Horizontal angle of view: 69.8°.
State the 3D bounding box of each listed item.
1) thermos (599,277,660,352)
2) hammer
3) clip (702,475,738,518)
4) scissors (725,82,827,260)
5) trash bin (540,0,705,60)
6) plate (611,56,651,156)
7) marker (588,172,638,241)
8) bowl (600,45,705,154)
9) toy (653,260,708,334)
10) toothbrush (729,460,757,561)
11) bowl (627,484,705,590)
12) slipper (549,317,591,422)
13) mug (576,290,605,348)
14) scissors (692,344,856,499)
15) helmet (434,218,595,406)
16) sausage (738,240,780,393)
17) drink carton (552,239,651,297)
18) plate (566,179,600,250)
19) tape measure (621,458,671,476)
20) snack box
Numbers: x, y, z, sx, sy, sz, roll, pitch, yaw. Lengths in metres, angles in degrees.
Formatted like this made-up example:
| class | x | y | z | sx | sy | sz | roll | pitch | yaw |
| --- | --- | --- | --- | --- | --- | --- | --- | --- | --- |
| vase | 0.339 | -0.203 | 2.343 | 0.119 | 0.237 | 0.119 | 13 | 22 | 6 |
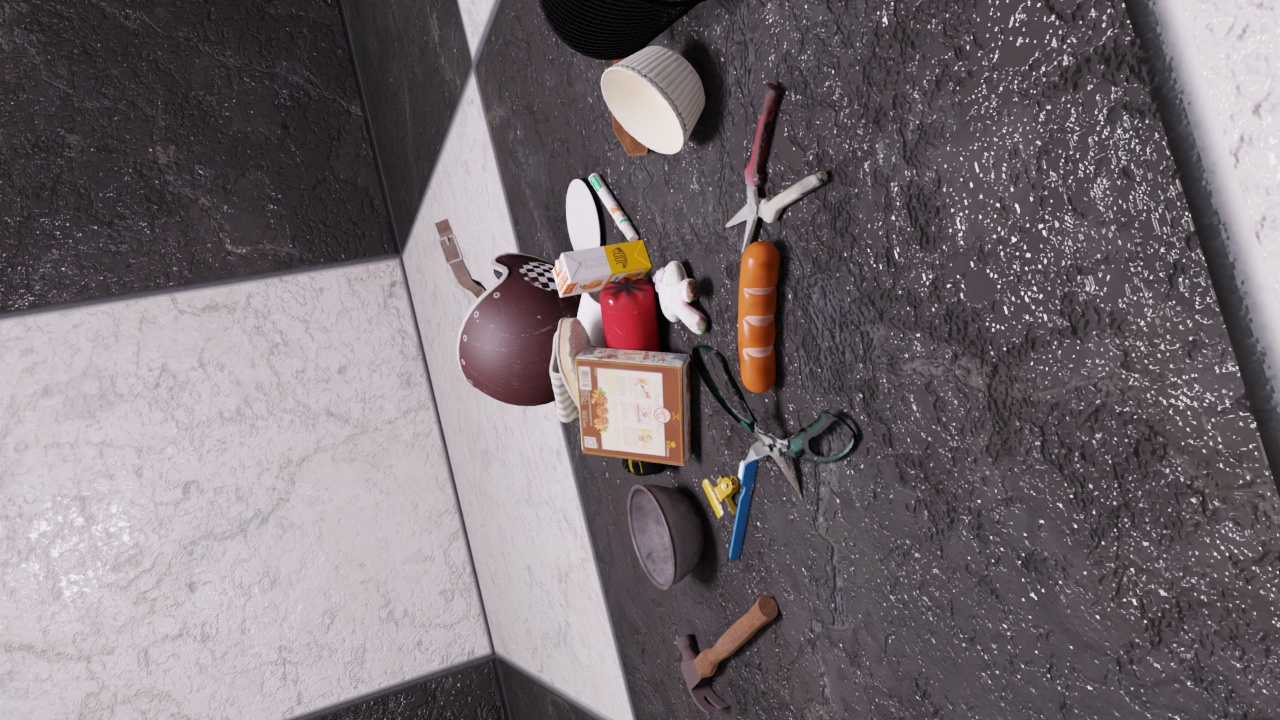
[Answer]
| class | x | y | z | sx | sy | sz | roll | pitch | yaw |
| --- | --- | --- | --- | --- | --- | --- | --- | --- | --- |
| thermos | -0.007 | 0.007 | 1.245 | 0.073 | 0.073 | 0.240 | -135 | 33 | -53 |
| hammer | 0.113 | 0.378 | 1.207 | 0.324 | 0.033 | 0.115 | 113 | 141 | -54 |
| clip | 0.105 | 0.162 | 1.129 | 0.046 | 0.048 | 0.054 | 35 | -154 | -56 |
| scissors | 0.127 | -0.173 | 0.902 | 0.179 | 0.015 | 0.199 | -139 | 41 | -56 |
| trash bin | -0.012 | -0.406 | 0.918 | 0.210 | 0.184 | 0.184 | 177 | 81 | -73 |
| plate | -0.001 | -0.314 | 1.122 | 0.131 | 0.025 | 0.131 | 167 | 90 | -68 |
| marker | -0.038 | -0.213 | 1.275 | 0.017 | 0.017 | 0.145 | 101 | 148 | -45 |
| bowl | 0.020 | -0.288 | 0.993 | 0.115 | 0.062 | 0.115 | 38 | 164 | 12 |
| toy | 0.044 | -0.081 | 1.122 | 0.122 | 0.038 | 0.079 | -136 | 33 | -58 |
| toothbrush | 0.120 | 0.181 | 1.103 | 0.014 | 0.016 | 0.167 | -127 | 32 | -46 |
| bowl | 0.042 | 0.233 | 1.251 | 0.145 | 0.067 | 0.145 | 167 | 90 | -68 |
| slipper | -0.088 | 0.037 | 1.302 | 0.273 | 0.054 | 0.114 | 73 | -160 | -58 |
| mug | -0.036 | -0.062 | 1.295 | 0.110 | 0.073 | 0.091 | 40 | 145 | 16 |
| scissors | 0.129 | 0.053 | 0.948 | 0.205 | 0.015 | 0.202 | 53 | 150 | 3 |
| helmet | -0.184 | -0.057 | 1.424 | 0.253 | 0.233 | 0.234 | -121 | 34 | -47 |
| sausage | 0.122 | -0.045 | 0.949 | 0.044 | 0.039 | 0.164 | -135 | 38 | -58 |
| drink carton | -0.055 | -0.122 | 1.224 | 0.059 | 0.122 | 0.040 | 135 | 120 | -64 |
| plate | -0.083 | -0.208 | 1.394 | 0.135 | 0.011 | 0.134 | 167 | 90 | -68 |
| tape measure | 0.013 | 0.141 | 1.278 | 0.061 | 0.061 | 0.034 | 5 | 110 | 67 |
| snack box | -0.007 | 0.059 | 1.196 | 0.041 | 0.147 | 0.143 | -52 | -37 | -60 |
